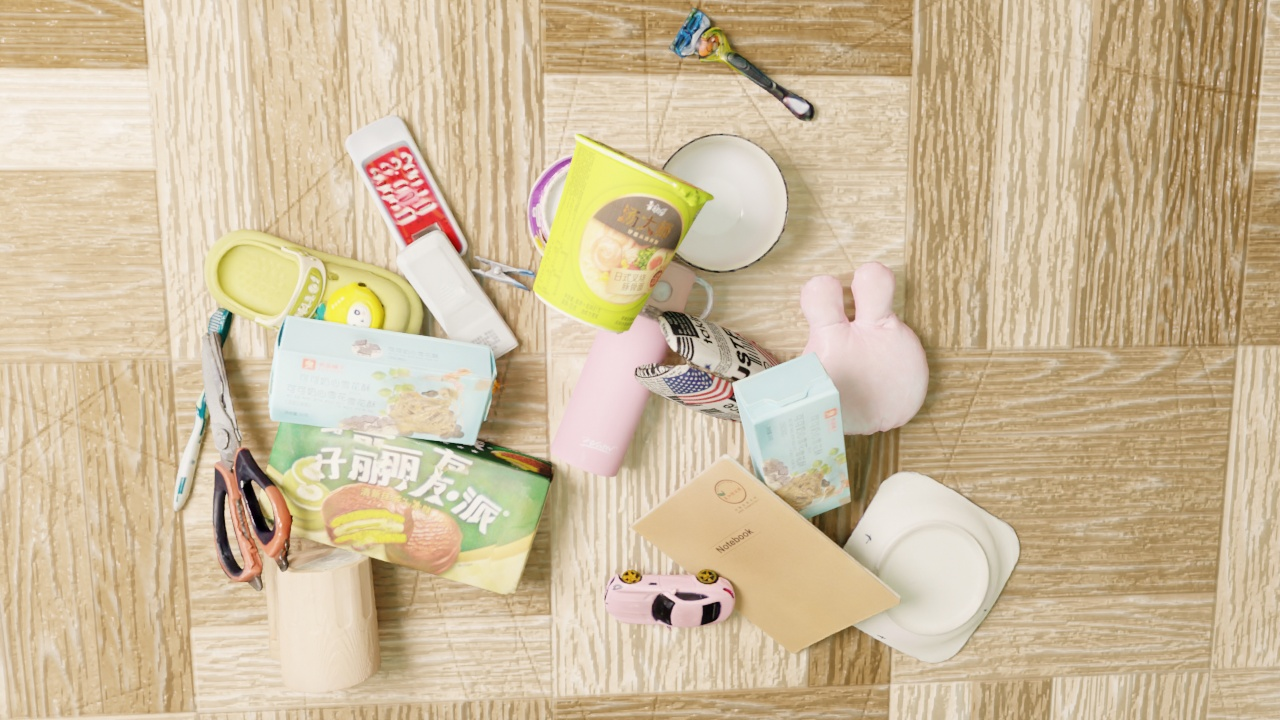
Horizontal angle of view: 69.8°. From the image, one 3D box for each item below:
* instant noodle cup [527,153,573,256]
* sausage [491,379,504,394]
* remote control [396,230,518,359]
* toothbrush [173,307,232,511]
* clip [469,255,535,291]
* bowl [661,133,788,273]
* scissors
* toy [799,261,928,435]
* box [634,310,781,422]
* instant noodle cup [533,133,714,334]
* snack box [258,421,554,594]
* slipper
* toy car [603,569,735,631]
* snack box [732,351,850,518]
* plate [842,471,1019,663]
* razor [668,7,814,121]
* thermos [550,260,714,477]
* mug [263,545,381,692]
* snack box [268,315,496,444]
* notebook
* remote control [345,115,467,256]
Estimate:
[{"bbox_3d":[-0.042,-0.125,0.778,0.111,0.099,0.111,-1,97,-6],"label":"instant noodle cup"},{"bbox_3d":[-0.205,0.020,0.824,0.165,0.021,0.021,2,97,-5],"label":"sausage"},{"bbox_3d":[-0.161,-0.052,0.806,0.049,0.024,0.125,-32,113,2],"label":"remote control"},{"bbox_3d":[-0.393,0.044,0.816,0.018,0.016,0.191,17,96,3],"label":"toothbrush"},{"bbox_3d":[-0.123,-0.077,0.816,0.058,0.026,0.038,18,87,-1],"label":"clip"},{"bbox_3d":[0.065,-0.135,0.801,0.116,0.066,0.116,0,97,-5],"label":"bowl"},{"bbox_3d":[-0.336,0.077,0.775,0.185,0.015,0.209,21,98,26],"label":"scissors"},{"bbox_3d":[0.199,-0.008,0.832,0.121,0.054,0.159,-13,105,-4],"label":"toy"},{"bbox_3d":[0.065,0.022,0.800,0.163,0.076,0.087,22,115,-40],"label":"box"},{"bbox_3d":[-0.021,-0.090,0.686,0.111,0.111,0.123,23,103,-7],"label":"instant noodle cup"},{"bbox_3d":[-0.206,0.117,0.815,0.240,0.063,0.114,18,98,-6],"label":"snack box"},{"bbox_3d":[-0.284,-0.050,0.780,0.190,0.081,0.092,21,98,-4],"label":"slipper"},{"bbox_3d":[0.027,0.225,0.854,0.122,0.037,0.056,1,122,-3],"label":"toy car"},{"bbox_3d":[0.135,0.074,0.796,0.074,0.051,0.175,-21,138,-1],"label":"snack box"},{"bbox_3d":[0.275,0.204,0.880,0.163,0.034,0.164,29,94,-8],"label":"plate"},{"bbox_3d":[0.095,-0.254,0.809,0.142,0.022,0.043,32,96,-8],"label":"razor"},{"bbox_3d":[-0.005,0.005,0.816,0.087,0.067,0.198,23,94,-14],"label":"thermos"},{"bbox_3d":[-0.289,0.222,0.814,0.125,0.084,0.103,2,97,34],"label":"mug"},{"bbox_3d":[-0.214,0.018,0.765,0.174,0.051,0.074,9,126,-18],"label":"snack box"},{"bbox_3d":[0.110,0.183,0.834,0.207,0.008,0.148,40,131,-9],"label":"notebook"},{"bbox_3d":[-0.204,-0.144,0.802,0.056,0.020,0.136,-26,99,0],"label":"remote control"}]
